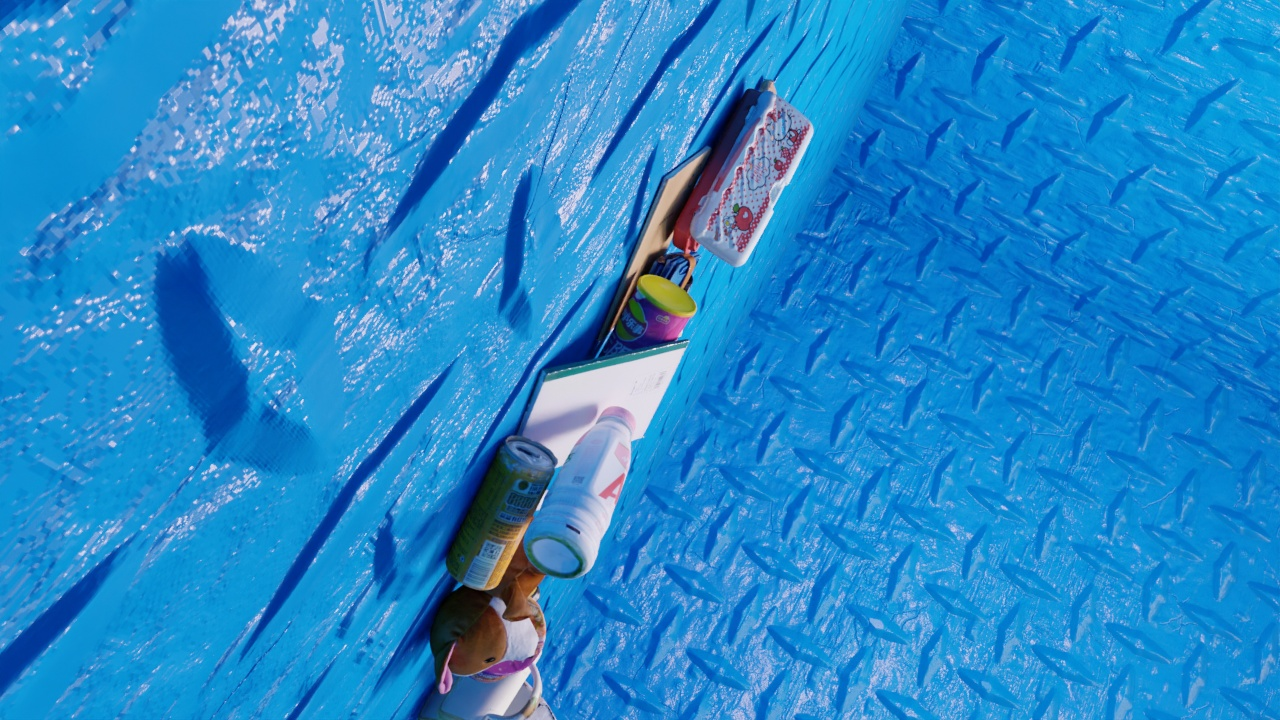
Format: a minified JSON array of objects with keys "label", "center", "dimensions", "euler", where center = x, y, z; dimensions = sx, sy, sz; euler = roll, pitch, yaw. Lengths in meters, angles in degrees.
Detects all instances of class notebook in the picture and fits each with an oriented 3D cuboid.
[{"label":"notebook","center":[-0.045,0.051,0.967],"dimensions":[0.208,0.012,0.151],"euler":[-14,138,-45]},{"label":"notebook","center":[0.015,-0.131,1.025],"dimensions":[0.147,0.008,0.208],"euler":[-49,167,-57]}]

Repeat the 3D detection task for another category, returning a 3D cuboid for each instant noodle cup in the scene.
[{"label":"instant noodle cup","center":[-0.185,0.356,1.167],"dimensions":[0.111,0.111,0.099],"euler":[-54,177,-39]}]

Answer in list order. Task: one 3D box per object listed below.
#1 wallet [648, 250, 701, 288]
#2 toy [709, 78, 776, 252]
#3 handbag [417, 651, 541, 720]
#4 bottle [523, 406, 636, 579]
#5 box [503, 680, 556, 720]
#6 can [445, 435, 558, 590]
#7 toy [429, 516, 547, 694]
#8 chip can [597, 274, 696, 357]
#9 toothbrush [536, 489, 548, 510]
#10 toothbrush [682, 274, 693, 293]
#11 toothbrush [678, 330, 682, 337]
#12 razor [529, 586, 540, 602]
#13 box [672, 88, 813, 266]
[{"label":"wallet","center":[0.027,-0.084,1.104],"dimensions":[0.106,0.040,0.132],"euler":[-58,174,18]},{"label":"toy","center":[0.135,-0.239,1.171],"dimensions":[0.143,0.082,0.227],"euler":[-77,-173,-55]},{"label":"handbag","center":[-0.194,0.432,1.216],"dimensions":[0.179,0.063,0.162],"euler":[-19,-158,36]},{"label":"bottle","center":[-0.049,0.118,0.889],"dimensions":[0.196,0.068,0.068],"euler":[-64,178,-50]},{"label":"box","center":[-0.236,0.533,1.330],"dimensions":[0.181,0.168,0.151],"euler":[-36,131,-23]},{"label":"can","center":[-0.134,0.147,0.881],"dimensions":[0.146,0.058,0.058],"euler":[-63,172,16]},{"label":"toy","center":[-0.154,0.267,1.001],"dimensions":[0.199,0.130,0.140],"euler":[-50,177,-8]},{"label":"chip can","center":[-0.016,0.009,1.037],"dimensions":[0.211,0.071,0.071],"euler":[-60,173,27]},{"label":"toothbrush","center":[-0.126,0.175,1.157],"dimensions":[0.027,0.026,0.221],"euler":[-22,171,1]},{"label":"toothbrush","center":[0.046,-0.064,1.402],"dimensions":[0.213,0.026,0.027],"euler":[108,1,-58]},{"label":"toothbrush","center":[0.068,-0.075,1.546],"dimensions":[0.191,0.016,0.018],"euler":[92,20,-72]},{"label":"razor","center":[-0.156,0.290,1.296],"dimensions":[0.067,0.062,0.168],"euler":[-2,121,-43]},{"label":"box","center":[0.122,-0.205,1.052],"dimensions":[0.201,0.099,0.095],"euler":[-62,175,-10]}]
